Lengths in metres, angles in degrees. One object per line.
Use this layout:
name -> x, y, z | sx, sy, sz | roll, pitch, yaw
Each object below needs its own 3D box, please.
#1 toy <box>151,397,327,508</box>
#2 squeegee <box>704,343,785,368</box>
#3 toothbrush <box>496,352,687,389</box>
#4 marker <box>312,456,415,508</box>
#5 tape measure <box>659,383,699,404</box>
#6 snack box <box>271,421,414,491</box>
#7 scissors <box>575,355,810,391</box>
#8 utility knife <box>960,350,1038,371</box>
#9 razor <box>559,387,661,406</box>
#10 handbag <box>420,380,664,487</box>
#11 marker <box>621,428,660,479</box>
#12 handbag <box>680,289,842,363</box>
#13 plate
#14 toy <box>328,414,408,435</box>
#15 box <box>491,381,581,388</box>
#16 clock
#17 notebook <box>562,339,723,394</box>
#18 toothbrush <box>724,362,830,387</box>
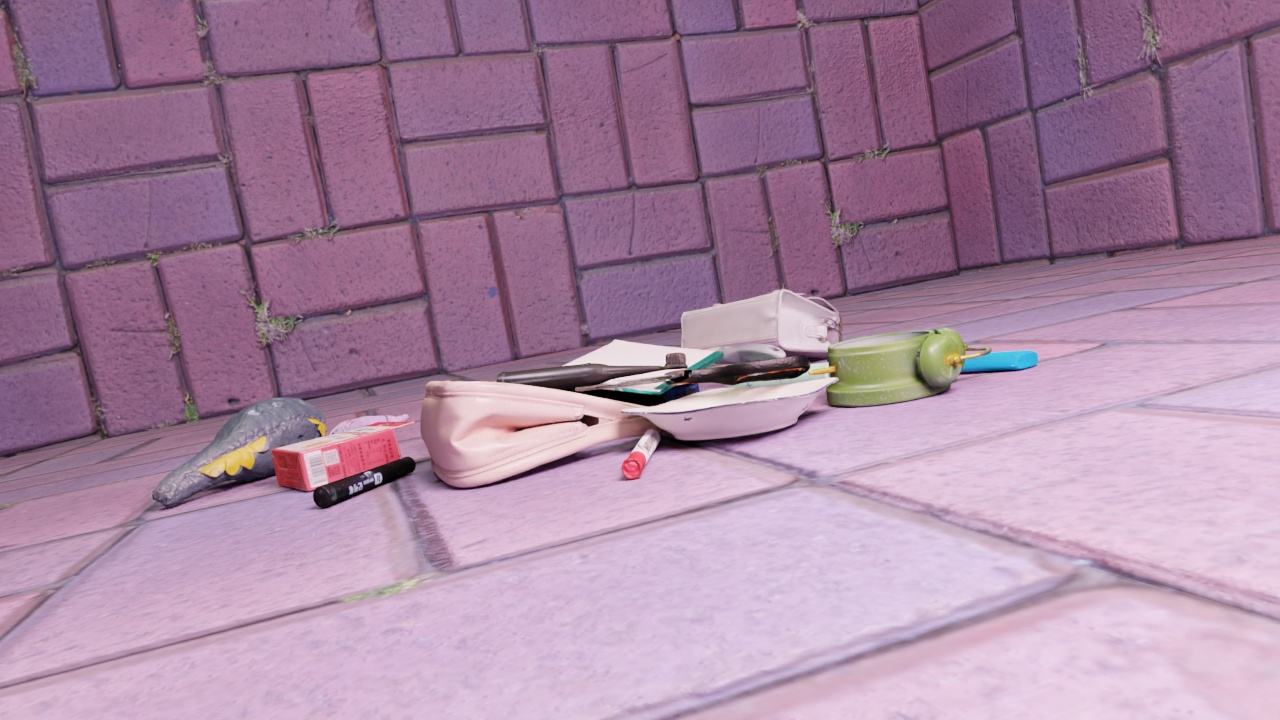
toy -> -0.466, 0.103, 1.145 | 0.138, 0.091, 0.356 | -38, 2, 3
squeegee -> 0.103, 0.000, 1.190 | 0.246, 0.039, 0.247 | -12, -3, -31
toothbrush -> -0.052, 0.013, 0.958 | 0.213, 0.027, 0.026 | -7, -8, 21
marker -> -0.259, 0.113, 0.869 | 0.022, 0.020, 0.131 | -26, -3, 22
tape measure -> 0.044, 0.040, 1.099 | 0.054, 0.025, 0.058 | -9, 8, -12
snack box -> -0.321, 0.102, 0.999 | 0.126, 0.044, 0.113 | -14, 5, -35
scissors -> 0.055, 0.018, 0.895 | 0.221, 0.021, 0.230 | -7, -3, 10
utility knife -> 0.305, 0.006, 0.964 | 0.210, 0.018, 0.034 | -5, 6, 43
razor -> -0.051, 0.053, 1.035 | 0.167, 0.062, 0.068 | -6, -29, -28
handbag -> -0.088, 0.059, 0.885 | 0.234, 0.093, 0.193 | -3, 1, -21
marker -> 0.002, 0.075, 0.764 | 0.017, 0.017, 0.145 | -10, 4, 8
handbag -> 0.176, -0.042, 1.345 | 0.144, 0.098, 0.197 | 13, -14, -40
plate -> 0.083, 0.045, 0.822 | 0.164, 0.034, 0.164 | -7, 2, 38
toy -> -0.383, 0.098, 1.260 | 0.108, 0.039, 0.083 | -6, 14, 31
box -> -0.139, 0.067, 1.102 | 0.201, 0.100, 0.112 | -10, 38, -19
clock -> 0.249, 0.004, 0.874 | 0.161, 0.056, 0.116 | -8, 6, 24
notebook -> -0.006, 0.006, 1.063 | 0.150, 0.012, 0.208 | 5, 14, 23
toothbrush -> 0.189, 0.017, 1.040 | 0.225, 0.027, 0.026 | -6, 1, 43
